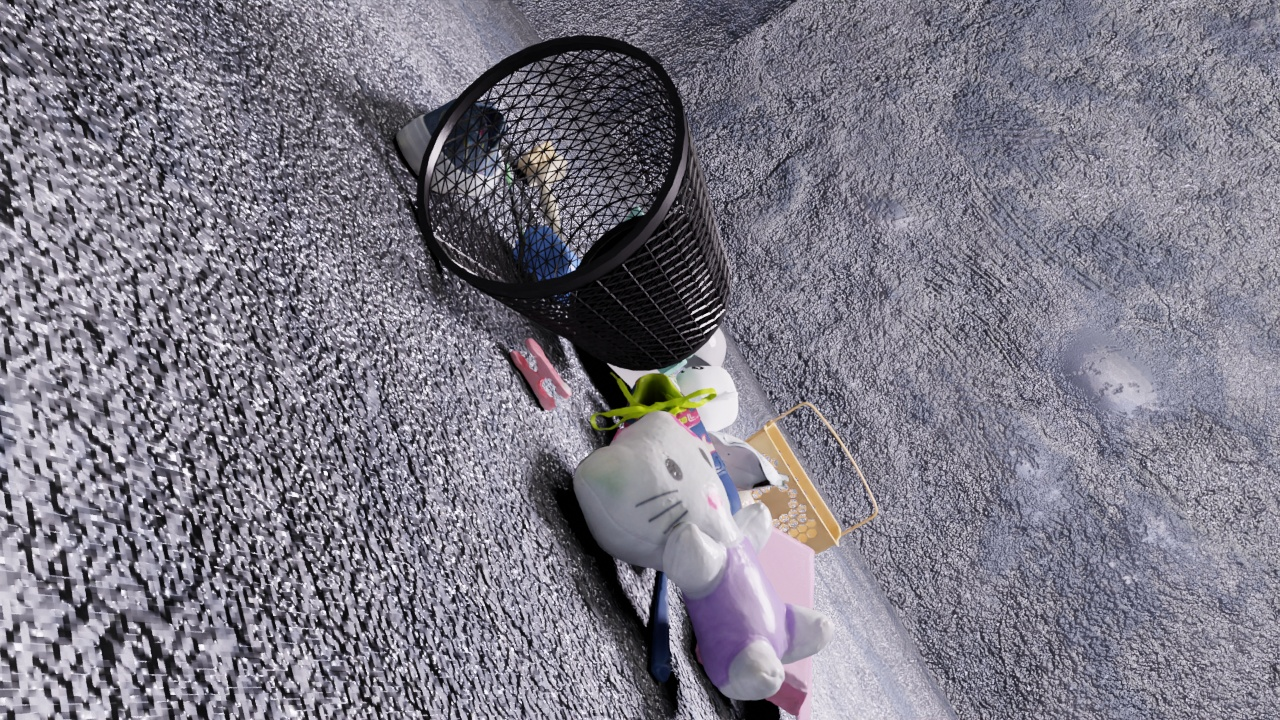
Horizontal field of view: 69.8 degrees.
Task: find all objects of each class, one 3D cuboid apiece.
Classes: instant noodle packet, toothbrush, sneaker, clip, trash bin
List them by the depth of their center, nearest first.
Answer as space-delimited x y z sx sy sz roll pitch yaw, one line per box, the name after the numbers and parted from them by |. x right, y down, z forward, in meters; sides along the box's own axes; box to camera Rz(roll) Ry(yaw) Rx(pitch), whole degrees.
0.020 0.180 0.682 0.016 0.017 0.189 55 9 -9 | toothbrush
-0.072 0.006 0.714 0.059 0.041 0.023 62 7 4 | clip
-0.030 -0.107 0.783 0.216 0.217 0.243 62 8 28 | trash bin
0.023 0.085 0.799 0.241 0.116 0.091 -112 -166 -65 | sneaker
-0.156 -0.208 0.864 0.087 0.079 0.235 55 10 -12 | sneaker
-0.119 -0.135 0.910 0.014 0.017 0.187 75 1 -58 | toothbrush
0.101 0.116 1.055 0.147 0.057 0.269 25 -2 10 | instant noodle packet

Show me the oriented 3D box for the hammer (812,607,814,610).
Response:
0.165 0.291 1.035 0.120 0.033 0.330 59 10 3 | hammer

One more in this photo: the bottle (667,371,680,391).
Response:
0.029 0.042 1.122 0.042 0.043 0.109 52 12 -30 | bottle

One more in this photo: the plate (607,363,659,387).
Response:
-0.006 0.006 0.996 0.173 0.019 0.172 44 5 -5 | plate

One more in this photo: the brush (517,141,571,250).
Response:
-0.114 -0.198 1.156 0.077 0.062 0.271 32 26 -32 | brush

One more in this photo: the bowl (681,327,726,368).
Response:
0.056 -0.037 1.241 0.132 0.064 0.132 23 -9 4 | bowl

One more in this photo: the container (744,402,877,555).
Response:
0.213 0.170 1.256 0.183 0.167 0.129 59 10 5 | container

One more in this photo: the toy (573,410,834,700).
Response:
0.040 0.133 0.649 0.137 0.086 0.209 -13 62 -54 | toy

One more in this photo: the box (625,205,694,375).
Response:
0.004 -0.075 1.106 0.056 0.138 0.187 -1 57 -59 | box

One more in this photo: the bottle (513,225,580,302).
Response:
-0.079 -0.086 0.958 0.131 0.048 0.048 46 15 -52 | bottle

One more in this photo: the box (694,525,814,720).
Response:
0.127 0.237 0.801 0.172 0.075 0.232 57 18 -8 | box

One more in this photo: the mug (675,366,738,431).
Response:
0.081 0.050 1.166 0.124 0.076 0.090 162 -83 -72 | mug

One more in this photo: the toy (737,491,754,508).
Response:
0.110 0.171 1.105 0.112 0.050 0.087 55 7 -50 | toy
